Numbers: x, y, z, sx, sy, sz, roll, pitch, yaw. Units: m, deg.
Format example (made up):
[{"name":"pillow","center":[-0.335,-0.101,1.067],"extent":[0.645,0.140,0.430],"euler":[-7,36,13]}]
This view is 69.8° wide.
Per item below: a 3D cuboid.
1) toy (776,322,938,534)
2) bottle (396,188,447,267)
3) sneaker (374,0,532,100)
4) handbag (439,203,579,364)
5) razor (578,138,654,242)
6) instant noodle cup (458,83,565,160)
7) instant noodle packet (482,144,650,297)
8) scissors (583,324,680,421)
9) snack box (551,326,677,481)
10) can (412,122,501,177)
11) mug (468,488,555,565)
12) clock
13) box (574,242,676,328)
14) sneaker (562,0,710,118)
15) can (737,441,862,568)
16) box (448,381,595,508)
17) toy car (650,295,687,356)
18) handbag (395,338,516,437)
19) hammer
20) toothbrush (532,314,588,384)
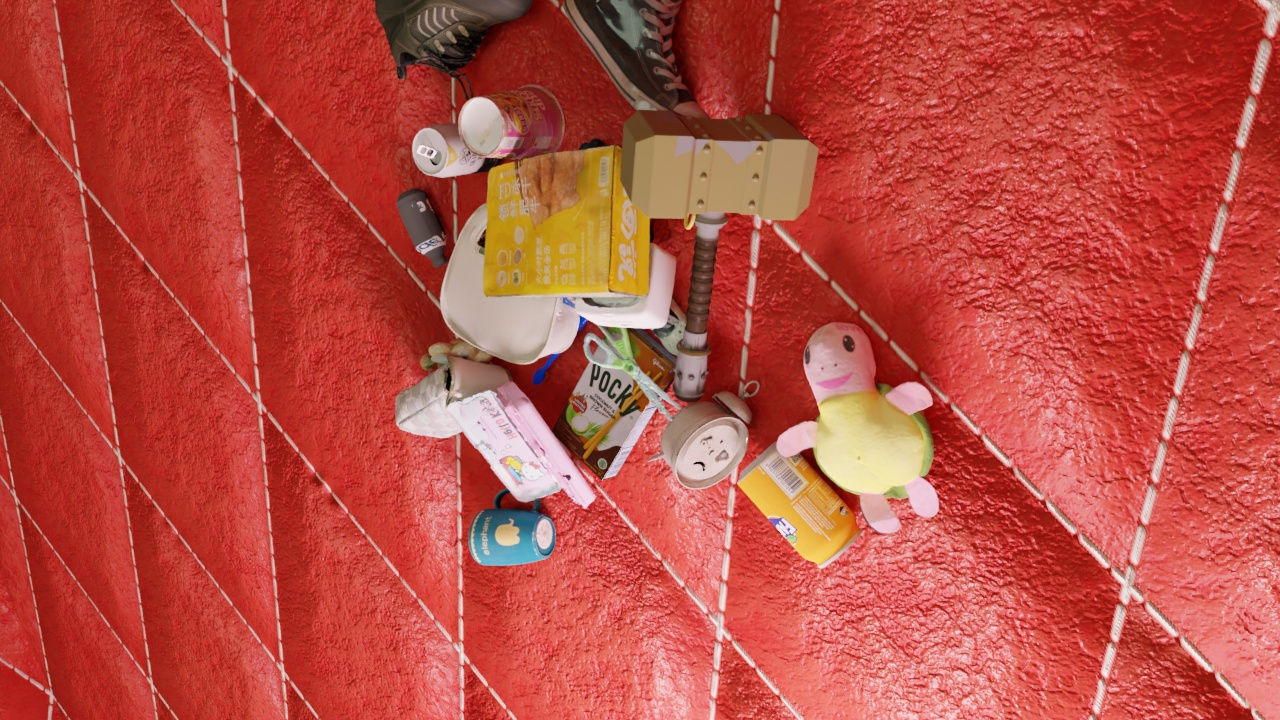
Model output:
[{"name":"toy","center":[0.244,0.074,1.008],"extent":[0.191,0.087,0.238],"euler":[-29,86,39]},{"name":"bottle","center":[-0.300,-0.183,1.276],"extent":[0.047,0.046,0.112],"euler":[-23,93,34]},{"name":"sneaker","center":[-0.236,-0.397,1.139],"extent":[0.238,0.100,0.143],"euler":[5,103,34]},{"name":"handbag","center":[-0.158,-0.111,1.189],"extent":[0.201,0.092,0.200],"euler":[26,112,24]},{"name":"razor","center":[-0.028,-0.202,1.113],"extent":[0.052,0.047,0.143],"euler":[-34,90,38]},{"name":"instant noodle cup","center":[-0.162,-0.289,1.125],"extent":[0.098,0.108,0.098],"euler":[9,108,28]},{"name":"instant noodle packet","center":[-0.099,-0.156,1.079],"extent":[0.222,0.084,0.163],"euler":[2,92,34]},{"name":"scissors","center":[-0.006,0.005,1.116],"extent":[0.175,0.032,0.078],"euler":[41,111,27]},{"name":"snack box","center":[-0.033,0.050,1.178],"extent":[0.101,0.031,0.186],"euler":[41,115,24]},{"name":"can","center":[-0.233,-0.267,1.162],"extent":[0.064,0.127,0.064],"euler":[9,109,28]},{"name":"mug","center":[-0.180,0.239,1.322],"extent":[0.104,0.084,0.112],"euler":[-5,74,26]},{"name":"clock","center":[0.086,0.082,1.109],"extent":[0.157,0.103,0.061],"euler":[-49,45,4]},{"name":"box","center":[-0.022,-0.096,1.094],"extent":[0.107,0.076,0.102],"euler":[5,80,28]},{"name":"sneaker","center":[0.024,-0.352,1.010],"extent":[0.120,0.095,0.234],"euler":[-40,76,33]},{"name":"can","center":[0.186,0.167,1.075],"extent":[0.142,0.078,0.079],"euler":[48,122,10]},{"name":"box","center":[-0.149,0.113,1.228],"extent":[0.150,0.073,0.201],"euler":[2,134,41]},{"name":"toy car","center":[0.029,-0.052,1.130],"extent":[0.048,0.033,0.105],"euler":[-43,82,31]},{"name":"handbag","center":[-0.271,0.038,1.291],"extent":[0.172,0.112,0.123],"euler":[-30,62,41]},{"name":"hammer","center":[0.070,-0.100,1.018],"extent":[0.190,0.100,0.325],"euler":[-1,119,-11]},{"name":"toothbrush","center":[-0.094,-0.031,1.222],"extent":[0.016,0.018,0.183],"euler":[48,120,15]}]
